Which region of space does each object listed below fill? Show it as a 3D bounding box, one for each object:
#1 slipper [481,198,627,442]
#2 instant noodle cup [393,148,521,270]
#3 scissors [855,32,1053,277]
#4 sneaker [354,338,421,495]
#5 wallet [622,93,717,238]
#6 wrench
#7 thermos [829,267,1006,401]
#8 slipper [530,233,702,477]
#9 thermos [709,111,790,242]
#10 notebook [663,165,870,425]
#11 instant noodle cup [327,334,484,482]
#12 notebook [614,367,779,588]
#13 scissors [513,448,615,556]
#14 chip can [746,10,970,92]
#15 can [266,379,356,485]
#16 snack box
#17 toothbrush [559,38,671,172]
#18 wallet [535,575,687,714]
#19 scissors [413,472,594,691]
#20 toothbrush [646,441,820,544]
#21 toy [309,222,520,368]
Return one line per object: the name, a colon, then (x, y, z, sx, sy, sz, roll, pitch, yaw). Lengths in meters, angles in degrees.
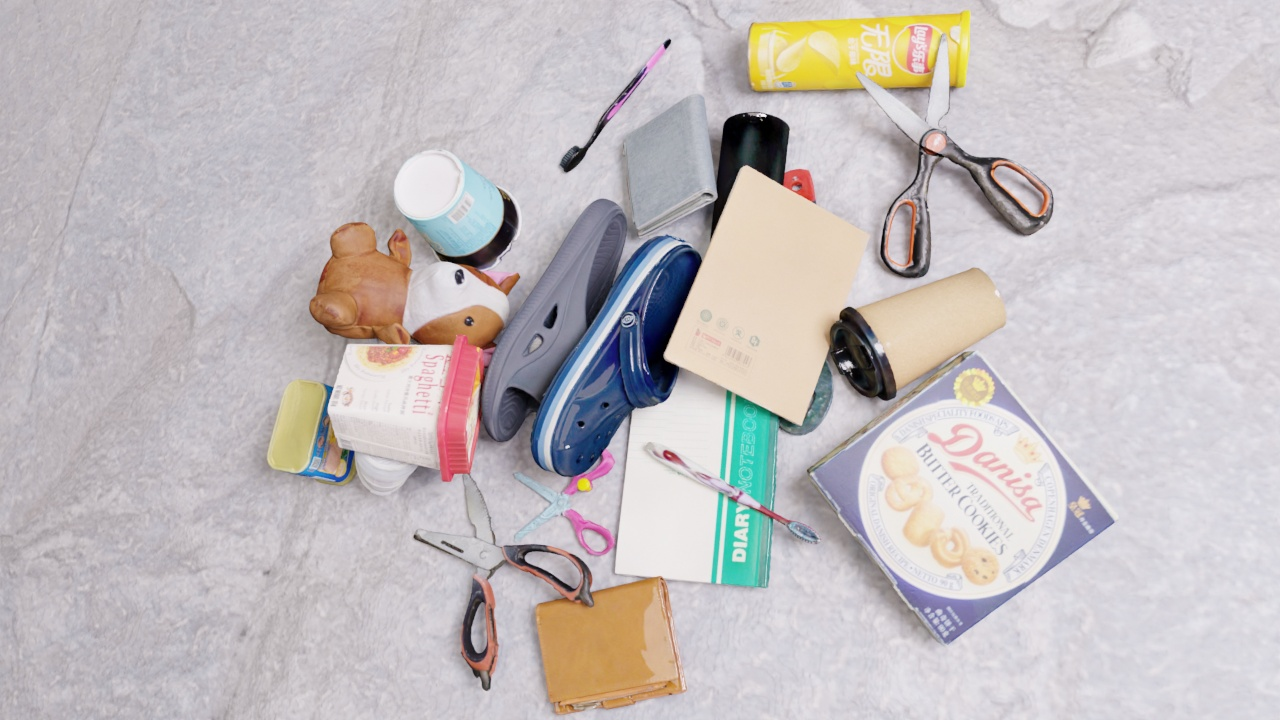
slipper: (-0.067, -0.033, 0.909, 0.083, 0.111, 0.268, 25, 81, 17)
instant noodle cup: (-0.200, -0.164, 0.973, 0.111, 0.120, 0.111, -4, 74, 15)
scissors: (0.283, -0.182, 0.861, 0.221, 0.021, 0.232, 26, 98, 7)
sneaker: (-0.252, 0.029, 0.967, 0.089, 0.091, 0.241, 10, 55, -15)
wallet: (0.029, -0.199, 0.947, 0.107, 0.037, 0.129, -25, 56, 32)
wrench: (0.159, -0.062, 0.899, 0.056, 0.016, 0.273, -2, 76, 15)
thermos: (0.249, -0.027, 0.829, 0.143, 0.093, 0.093, -26, 70, -1)
slipper: (-0.005, 0.005, 0.863, 0.095, 0.105, 0.252, 28, 88, 33)
thermos: (0.091, -0.119, 0.908, 0.090, 0.068, 0.242, 1, 75, 34)
notebook: (0.123, -0.062, 0.860, 0.147, 0.008, 0.207, 26, 74, -12)
instant noodle cup: (-0.214, 0.040, 0.852, 0.124, 0.117, 0.116, 6, 55, -3)
notebook: (0.056, 0.106, 0.878, 0.150, 0.012, 0.209, 0, 75, 21)
scissors: (-0.071, 0.145, 0.911, 0.133, 0.017, 0.134, -39, 71, 8)
chip can: (0.217, -0.307, 0.919, 0.214, 0.072, 0.072, 3, 76, 18)
can: (-0.339, 0.075, 0.969, 0.057, 0.083, 0.102, 6, 77, 17)
snack box: (0.269, 0.114, 0.783, 0.182, 0.046, 0.178, -38, 83, 4)
toothbrush: (-0.027, -0.283, 1.013, 0.018, 0.014, 0.189, 37, 87, 34)
wallet: (-0.029, 0.267, 0.854, 0.132, 0.031, 0.107, -18, 73, 17)
scissors: (-0.139, 0.203, 0.898, 0.189, 0.015, 0.222, -22, 62, 16)
toothbrush: (0.081, 0.120, 0.847, 0.188, 0.017, 0.016, 28, 85, 24)
toy: (-0.217, -0.064, 0.913, 0.199, 0.131, 0.140, 17, 63, -21)
